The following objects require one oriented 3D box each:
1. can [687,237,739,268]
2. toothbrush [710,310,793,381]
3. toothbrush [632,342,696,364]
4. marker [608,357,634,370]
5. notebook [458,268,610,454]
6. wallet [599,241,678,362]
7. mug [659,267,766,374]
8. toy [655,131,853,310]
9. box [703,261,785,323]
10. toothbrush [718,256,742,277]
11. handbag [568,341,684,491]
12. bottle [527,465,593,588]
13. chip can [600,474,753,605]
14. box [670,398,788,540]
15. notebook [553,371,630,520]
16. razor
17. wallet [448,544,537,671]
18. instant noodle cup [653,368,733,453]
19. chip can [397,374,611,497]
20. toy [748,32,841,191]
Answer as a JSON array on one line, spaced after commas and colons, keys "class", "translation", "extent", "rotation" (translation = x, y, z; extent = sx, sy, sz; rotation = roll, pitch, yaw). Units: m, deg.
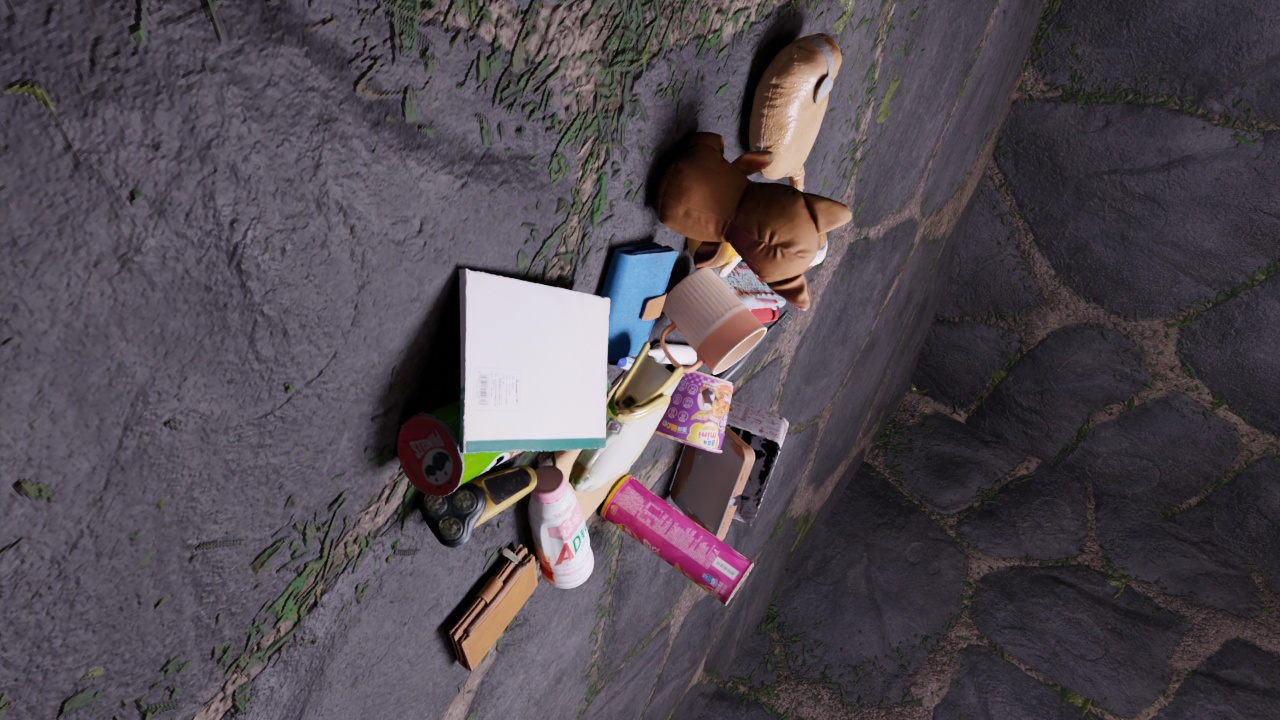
[{"class": "can", "translation": [0.116, -0.157, 1.144], "extent": [0.145, 0.058, 0.058], "rotation": [-29, 141, -54]}, {"class": "toothbrush", "translation": [0.137, 0.005, 1.321], "extent": [0.213, 0.027, 0.026], "rotation": [-44, -170, 16]}, {"class": "toothbrush", "translation": [0.036, -0.009, 1.183], "extent": [0.220, 0.026, 0.026], "rotation": [2, 88, -66]}, {"class": "marker", "translation": [-0.007, 0.007, 1.120], "extent": [0.017, 0.017, 0.145], "rotation": [-63, 159, 3]}, {"class": "notebook", "translation": [-0.088, 0.006, 0.817], "extent": [0.208, 0.012, 0.150], "rotation": [7, 83, -59]}, {"class": "wallet", "translation": [-0.012, -0.062, 1.004], "extent": [0.106, 0.040, 0.133], "rotation": [-16, 131, -56]}, {"class": "mug", "translation": [0.076, -0.040, 1.114], "extent": [0.114, 0.106, 0.082], "rotation": [-38, 166, -5]}, {"class": "toy", "translation": [0.116, -0.150, 0.965], "extent": [0.130, 0.200, 0.140], "rotation": [-29, 143, -48]}, {"class": "box", "translation": [0.130, -0.094, 1.256], "extent": [0.201, 0.095, 0.099], "rotation": [-11, 89, -64]}, {"class": "toothbrush", "translation": [0.136, -0.149, 1.222], "extent": [0.190, 0.018, 0.016], "rotation": [-46, 147, -53]}, {"class": "handbag", "translation": [-0.028, 0.085, 0.996], "extent": [0.178, 0.063, 0.164], "rotation": [-54, 175, -42]}, {"class": "bottle", "translation": [-0.097, 0.194, 1.079], "extent": [0.068, 0.068, 0.197], "rotation": [-48, 151, -32]}, {"class": "chip can", "translation": [0.049, 0.244, 1.250], "extent": [0.071, 0.210, 0.071], "rotation": [-51, 166, -19]}, {"class": "box", "translation": [0.132, 0.175, 1.455], "extent": [0.167, 0.151, 0.182], "rotation": [-60, 166, -59]}, {"class": "notebook", "translation": [-0.057, 0.125, 1.159], "extent": [0.147, 0.008, 0.208], "rotation": [-47, 154, -33]}, {"class": "razor", "translation": [-0.150, 0.133, 0.902], "extent": [0.068, 0.062, 0.167], "rotation": [-38, 172, 21]}, {"class": "wallet", "translation": [-0.167, 0.284, 1.063], "extent": [0.130, 0.035, 0.119], "rotation": [-50, 155, -32]}, {"class": "instant noodle cup", "translation": [0.074, 0.065, 1.258], "extent": [0.111, 0.112, 0.099], "rotation": [16, 93, -68]}, {"class": "chip can", "translation": [-0.118, 0.050, 0.851], "extent": [0.235, 0.072, 0.072], "rotation": [-26, 139, -57]}, {"class": "toy", "translation": [0.181, -0.282, 1.115], "extent": [0.143, 0.082, 0.226], "rotation": [-36, 150, -33]}]
